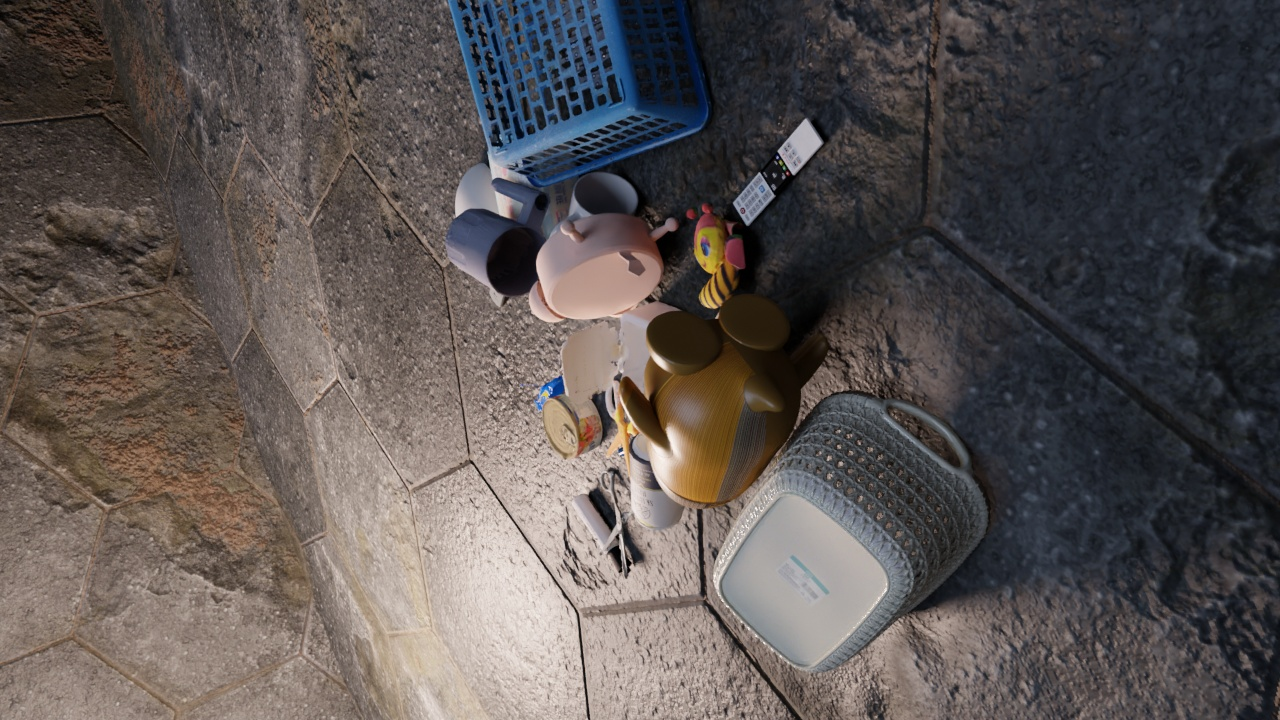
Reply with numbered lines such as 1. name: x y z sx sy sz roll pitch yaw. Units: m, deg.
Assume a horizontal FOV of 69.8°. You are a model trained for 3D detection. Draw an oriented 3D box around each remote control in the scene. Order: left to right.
1. remote control: -0.185 -0.131 1.264 0.033 0.013 0.137 51 140 26
2. remote control: 0.125 -0.170 0.835 0.028 0.011 0.125 61 143 14

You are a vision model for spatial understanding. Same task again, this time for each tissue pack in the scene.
1. tissue pack: -0.121 -0.192 1.105 0.112 0.069 0.182 5 108 52

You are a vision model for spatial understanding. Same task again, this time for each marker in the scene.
1. marker: -0.051 0.237 1.247 0.126 0.025 0.025 53 141 23

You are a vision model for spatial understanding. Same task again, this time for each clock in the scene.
1. clock: -0.041 -0.089 0.982 0.161 0.131 0.086 -48 52 57

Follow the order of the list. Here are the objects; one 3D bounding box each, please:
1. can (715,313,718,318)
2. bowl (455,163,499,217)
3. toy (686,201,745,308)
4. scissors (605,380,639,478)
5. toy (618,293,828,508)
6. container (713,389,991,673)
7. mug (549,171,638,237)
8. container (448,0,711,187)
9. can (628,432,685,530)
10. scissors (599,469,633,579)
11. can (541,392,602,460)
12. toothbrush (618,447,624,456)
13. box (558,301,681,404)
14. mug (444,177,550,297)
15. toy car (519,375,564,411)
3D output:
1. can: 0.091 -0.005 0.911 0.067 0.067 0.105 54 141 22
2. bowl: -0.220 -0.186 1.230 0.150 0.043 0.149 167 90 -68
3. toy: 0.075 -0.103 0.903 0.084 0.046 0.103 -2 95 60
4. scissors: -0.022 0.081 1.134 0.126 0.011 0.127 -56 50 45
5. toy: 0.063 0.049 0.836 0.204 0.198 0.162 99 150 -47
6. container: 0.174 0.159 0.812 0.184 0.142 0.247 40 136 18
7. mug: -0.060 -0.144 1.013 0.071 0.107 0.090 46 147 18
8. container: -0.093 -0.373 0.912 0.258 0.089 0.362 -10 98 40
9. can: 0.020 0.141 1.065 0.064 0.064 0.127 35 140 39
10. scissors: -0.018 0.200 1.179 0.174 0.014 0.141 -42 59 45
11. can: -0.091 0.085 1.214 0.086 0.043 0.086 28 127 44
12. toothbrush: 0.018 0.093 1.099 0.168 0.014 0.014 -29 82 55
13. box: -0.015 0.003 0.998 0.126 0.136 0.109 27 124 43
14. mug: -0.160 -0.146 1.058 0.104 0.083 0.124 29 101 46
15. toy car: -0.135 0.032 1.253 0.062 0.033 0.092 51 140 15
